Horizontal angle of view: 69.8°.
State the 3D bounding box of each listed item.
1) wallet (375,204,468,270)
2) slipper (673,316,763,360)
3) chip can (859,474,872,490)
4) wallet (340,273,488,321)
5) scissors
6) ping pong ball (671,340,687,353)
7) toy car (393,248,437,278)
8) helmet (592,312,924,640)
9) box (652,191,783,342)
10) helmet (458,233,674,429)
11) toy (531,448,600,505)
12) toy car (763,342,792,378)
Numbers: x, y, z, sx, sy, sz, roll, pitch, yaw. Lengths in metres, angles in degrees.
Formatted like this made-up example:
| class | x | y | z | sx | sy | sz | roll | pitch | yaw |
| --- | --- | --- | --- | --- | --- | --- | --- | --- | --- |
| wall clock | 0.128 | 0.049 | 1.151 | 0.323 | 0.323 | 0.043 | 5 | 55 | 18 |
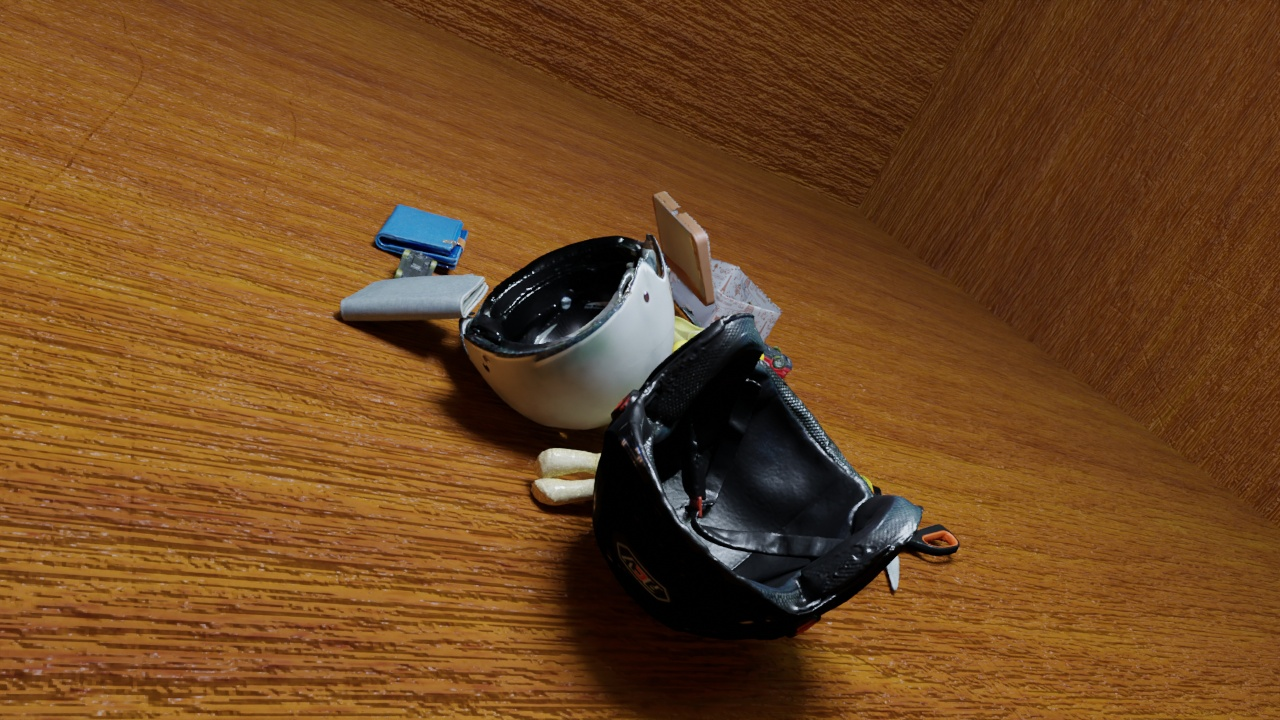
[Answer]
| class | x | y | z | sx | sy | sz | roll | pitch | yaw |
| --- | --- | --- | --- | --- | --- | --- | --- | --- | --- |
| wallet | -0.282 | -0.163 | 1.199 | 0.106 | 0.040 | 0.133 | 15 | 24 | -11 |
| slipper | 0.110 | -0.022 | 1.313 | 0.190 | 0.082 | 0.091 | 34 | 24 | 20 |
| chip can | 0.160 | 0.109 | 1.027 | 0.221 | 0.073 | 0.072 | 34 | 19 | -20 |
| wallet | -0.236 | -0.063 | 0.975 | 0.130 | 0.037 | 0.106 | -1 | 19 | 8 |
| scissors | 0.298 | 0.209 | 1.109 | 0.220 | 0.022 | 0.224 | 11 | 25 | -27 |
| ping pong ball | 0.061 | -0.008 | 1.271 | 0.040 | 0.040 | 0.040 | 25 | 22 | -11 |
| toy car | -0.266 | -0.098 | 1.074 | 0.042 | 0.035 | 0.090 | 21 | 28 | -16 |
| helmet | 0.071 | 0.115 | 0.749 | 0.233 | 0.231 | 0.273 | 49 | 35 | 13 |
| box | 0.101 | -0.136 | 1.486 | 0.272 | 0.130 | 0.179 | 45 | 6 | -40 |
| helmet | -0.060 | -0.019 | 0.957 | 0.274 | 0.230 | 0.157 | -116 | -178 | -71 |
| toy | -0.030 | 0.113 | 0.867 | 0.157 | 0.066 | 0.105 | 7 | 62 | -36 |
| toy car | 0.178 | -0.011 | 1.418 | 0.120 | 0.045 | 0.052 | 32 | 19 | -8 |
